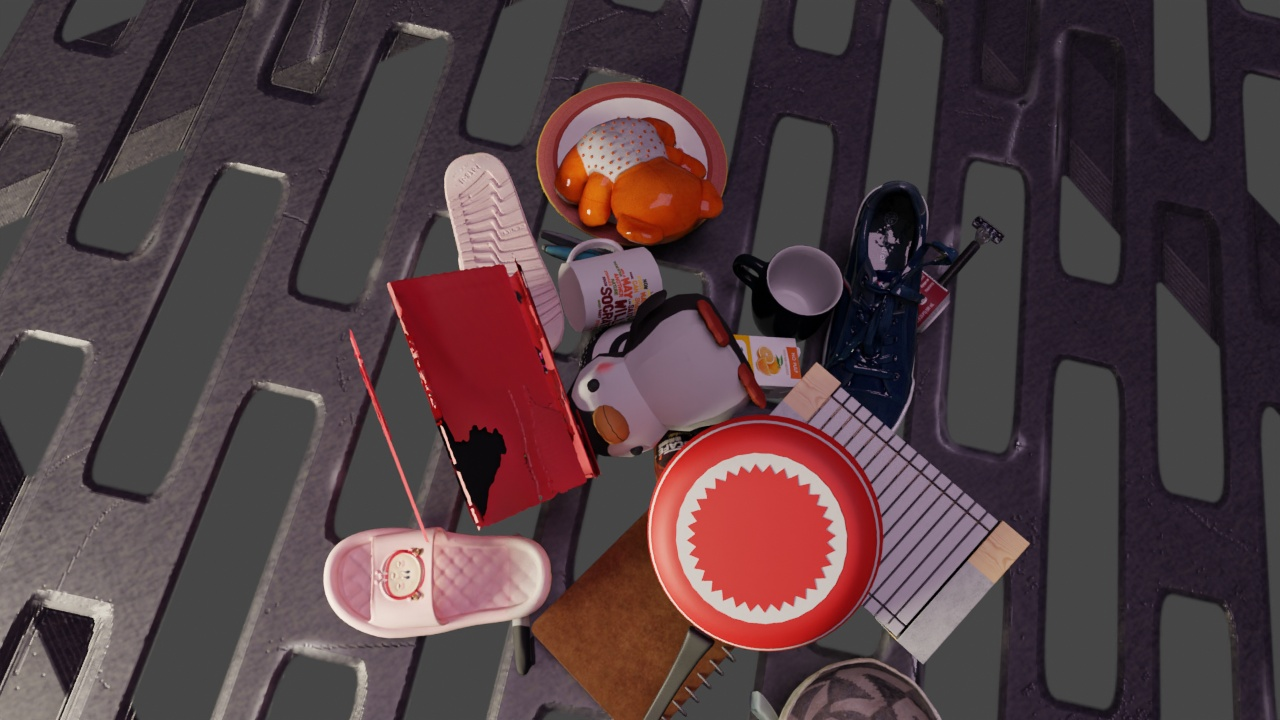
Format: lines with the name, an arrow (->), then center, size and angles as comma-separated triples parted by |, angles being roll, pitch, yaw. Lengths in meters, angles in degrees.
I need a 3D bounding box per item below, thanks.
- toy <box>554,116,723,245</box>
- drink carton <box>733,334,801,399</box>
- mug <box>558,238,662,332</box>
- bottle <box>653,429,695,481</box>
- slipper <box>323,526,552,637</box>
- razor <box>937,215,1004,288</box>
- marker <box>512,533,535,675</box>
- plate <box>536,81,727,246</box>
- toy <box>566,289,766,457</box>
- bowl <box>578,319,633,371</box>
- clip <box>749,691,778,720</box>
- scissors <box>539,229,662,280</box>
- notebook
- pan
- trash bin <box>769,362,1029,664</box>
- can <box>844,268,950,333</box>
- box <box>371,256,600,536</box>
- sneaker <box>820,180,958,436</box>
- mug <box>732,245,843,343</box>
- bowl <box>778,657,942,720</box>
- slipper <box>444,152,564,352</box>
toy -> 0.003, -0.197, 1.039 | 0.163, 0.093, 0.172 | -28, 62, -18
drink carton -> 0.116, 0.007, 1.004 | 0.122, 0.040, 0.058 | 3, 68, -21
mug -> -0.038, -0.088, 0.983 | 0.089, 0.074, 0.105 | -15, 60, -22
bottle -> 0.043, 0.119, 0.923 | 0.059, 0.060, 0.165 | 5, 43, -4
slipper -> -0.197, 0.213, 0.893 | 0.221, 0.056, 0.106 | -1, 70, 0
razor -> 0.387, -0.120, 1.105 | 0.043, 0.022, 0.144 | 40, 71, 11
marker -> -0.118, 0.242, 0.918 | 0.022, 0.016, 0.138 | 11, 63, -35
plate -> -0.010, -0.236, 1.108 | 0.229, 0.021, 0.229 | 2, 69, -5
toy -> 0.012, 0.022, 0.906 | 0.184, 0.140, 0.159 | -30, 106, 11
bowl -> -0.006, 0.006, 0.991 | 0.120, 0.066, 0.120 | 2, 69, -5
clip -> 0.071, 0.406, 0.854 | 0.158, 0.030, 0.173 | -2, 69, -17
scissors -> -0.052, -0.116, 1.039 | 0.123, 0.019, 0.148 | 38, 28, 31
notebook -> 0.027, 0.250, 0.924 | 0.167, 0.024, 0.225 | 43, 71, 12
pan -> 0.072, 0.217, 0.822 | 0.209, 0.067, 0.356 | 30, 94, 11
trash bin -> 0.215, 0.144, 0.899 | 0.247, 0.142, 0.142 | 42, 89, 10
can -> 0.296, -0.087, 1.060 | 0.114, 0.063, 0.063 | 42, 71, 10
box -> -0.114, 0.022, 0.822 | 0.121, 0.318, 0.211 | -20, 88, -2
sneaker -> 0.258, -0.049, 0.972 | 0.121, 0.127, 0.294 | 8, 92, 13
mug -> 0.156, -0.079, 1.026 | 0.121, 0.095, 0.085 | 33, 69, 7
bowl -> 0.193, 0.372, 0.860 | 0.178, 0.081, 0.178 | 7, 70, -19
slipper -> -0.157, -0.111, 1.023 | 0.094, 0.064, 0.239 | -18, 85, -9
